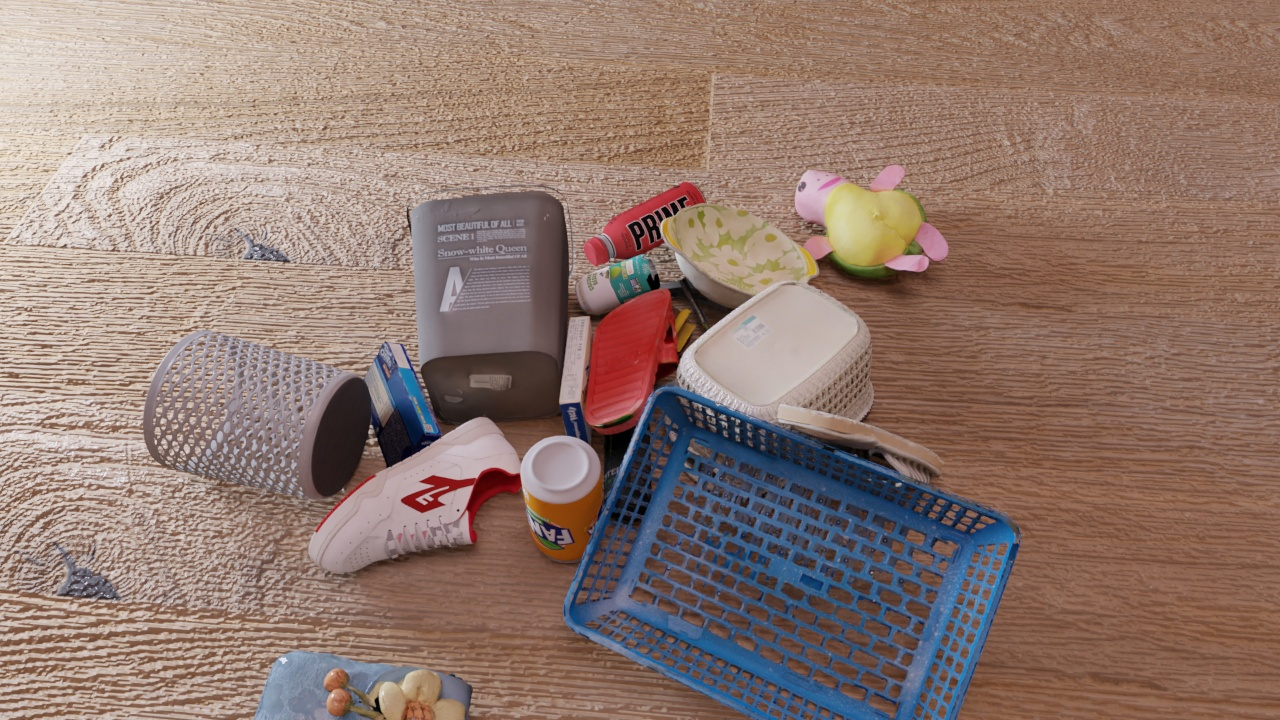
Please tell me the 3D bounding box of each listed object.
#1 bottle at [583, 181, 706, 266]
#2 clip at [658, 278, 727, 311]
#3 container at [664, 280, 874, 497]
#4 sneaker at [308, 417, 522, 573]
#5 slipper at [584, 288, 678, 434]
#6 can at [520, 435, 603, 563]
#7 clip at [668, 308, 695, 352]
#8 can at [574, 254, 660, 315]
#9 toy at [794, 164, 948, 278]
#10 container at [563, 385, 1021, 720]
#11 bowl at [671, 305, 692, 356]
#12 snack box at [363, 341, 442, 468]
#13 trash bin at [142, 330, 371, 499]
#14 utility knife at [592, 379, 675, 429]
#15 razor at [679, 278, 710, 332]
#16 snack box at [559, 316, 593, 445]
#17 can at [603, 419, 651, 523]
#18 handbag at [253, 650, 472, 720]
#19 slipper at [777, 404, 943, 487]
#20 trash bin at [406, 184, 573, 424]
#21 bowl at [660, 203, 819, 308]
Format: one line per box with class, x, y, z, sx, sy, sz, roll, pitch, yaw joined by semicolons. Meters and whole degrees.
bottle;0.005;-0.178;1.225;0.176;0.062;0.062;-30;57;-22
clip;0.028;-0.104;1.222;0.164;0.031;0.172;-27;54;-18
container;0.149;0.024;1.043;0.251;0.143;0.185;-36;55;-26
sneaker;-0.225;0.164;0.974;0.236;0.090;0.104;-32;63;-28
slipper;-0.006;0.006;1.063;0.104;0.059;0.248;-16;35;23
can;-0.078;0.146;0.944;0.079;0.143;0.079;0;51;0
clip;0.040;-0.040;1.136;0.046;0.048;0.054;36;57;-5
can;-0.029;-0.096;1.179;0.102;0.055;0.054;-18;49;16
toy;0.303;-0.186;1.250;0.238;0.088;0.190;37;79;32
container;0.138;0.204;0.879;0.362;0.089;0.257;21;85;16
bowl;0.009;-0.027;1.159;0.114;0.026;0.102;-17;54;-15
snack box;-0.279;0.057;1.057;0.027;0.082;0.150;10;38;-45
trash bin;-0.410;0.063;1.007;0.183;0.157;0.156;13;52;7
utility knife;-0.017;0.056;1.103;0.147;0.015;0.022;-24;45;-21
razor;0.076;-0.059;1.171;0.042;0.026;0.106;-21;69;-14
snack box;-0.071;0.026;1.067;0.026;0.082;0.149;-3;42;4
can;-0.015;0.113;1.028;0.054;0.054;0.137;-1;51;-1
handbag;-0.250;0.321;0.819;0.192;0.119;0.121;11;52;1
slipper;0.227;0.092;0.945;0.114;0.272;0.054;20;88;43
trash bin;-0.174;-0.058;1.090;0.197;0.198;0.219;-4;58;-3
bowl;0.120;-0.123;1.184;0.219;0.060;0.188;8;42;-18
